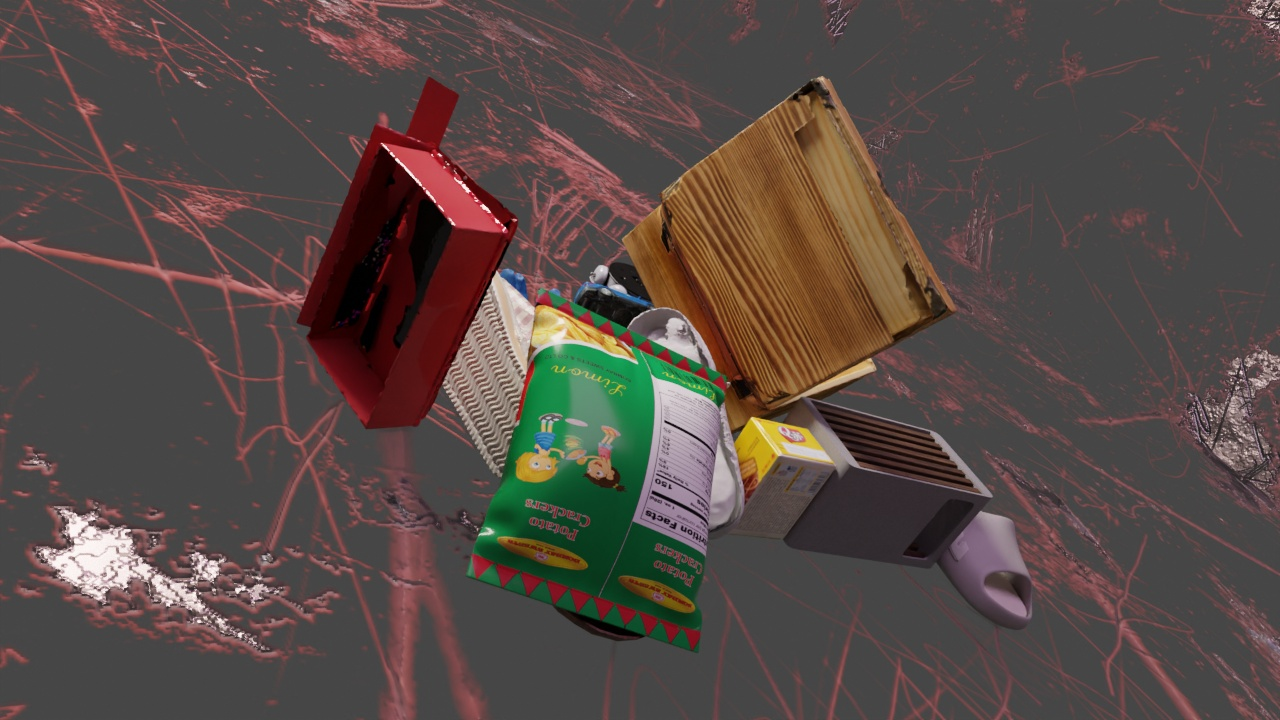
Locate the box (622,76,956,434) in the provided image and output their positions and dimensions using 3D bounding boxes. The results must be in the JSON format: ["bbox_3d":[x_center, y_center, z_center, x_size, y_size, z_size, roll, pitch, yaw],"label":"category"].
[{"bbox_3d":[0.180,-0.108,1.033,0.285,0.336,0.279,-16,78,-42],"label":"box"}]

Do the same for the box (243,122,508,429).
[{"bbox_3d":[-0.233,-0.067,0.748,0.153,0.214,0.165,-3,41,-51],"label":"box"}]

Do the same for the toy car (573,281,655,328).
[{"bbox_3d":[-0.027,-0.064,1.166,0.120,0.056,0.043,20,26,-18],"label":"toy car"}]

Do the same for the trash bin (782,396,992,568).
[{"bbox_3d":[0.254,0.140,1.022,0.228,0.115,0.114,15,29,-32],"label":"trash bin"}]

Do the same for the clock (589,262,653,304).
[{"bbox_3d":[-0.017,-0.096,1.262,0.122,0.035,0.094,7,34,-41],"label":"clock"}]

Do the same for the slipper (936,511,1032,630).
[{"bbox_3d":[0.398,0.199,1.116,0.113,0.081,0.265,22,25,-25],"label":"slipper"}]

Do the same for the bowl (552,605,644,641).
[{"bbox_3d":[-0.038,0.181,0.720,0.114,0.026,0.101,33,25,3],"label":"bowl"}]

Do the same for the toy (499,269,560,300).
[{"bbox_3d":[-0.091,-0.042,1.022,0.176,0.071,0.112,27,9,18],"label":"toy"}]

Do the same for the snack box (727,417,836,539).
[{"bbox_3d":[0.128,0.121,0.927,0.083,0.106,0.061,13,28,-34],"label":"snack box"}]

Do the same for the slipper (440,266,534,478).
[{"bbox_3d":[-0.131,0.003,0.860,0.052,0.115,0.262,24,28,-47],"label":"slipper"}]

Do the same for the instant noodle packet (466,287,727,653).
[{"bbox_3d":[-0.020,0.082,0.734,0.195,0.091,0.252,25,54,-22],"label":"instant noodle packet"}]

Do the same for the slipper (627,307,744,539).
[{"bbox_3d":[0.045,0.058,0.907,0.112,0.075,0.246,-12,66,-13],"label":"slipper"}]
